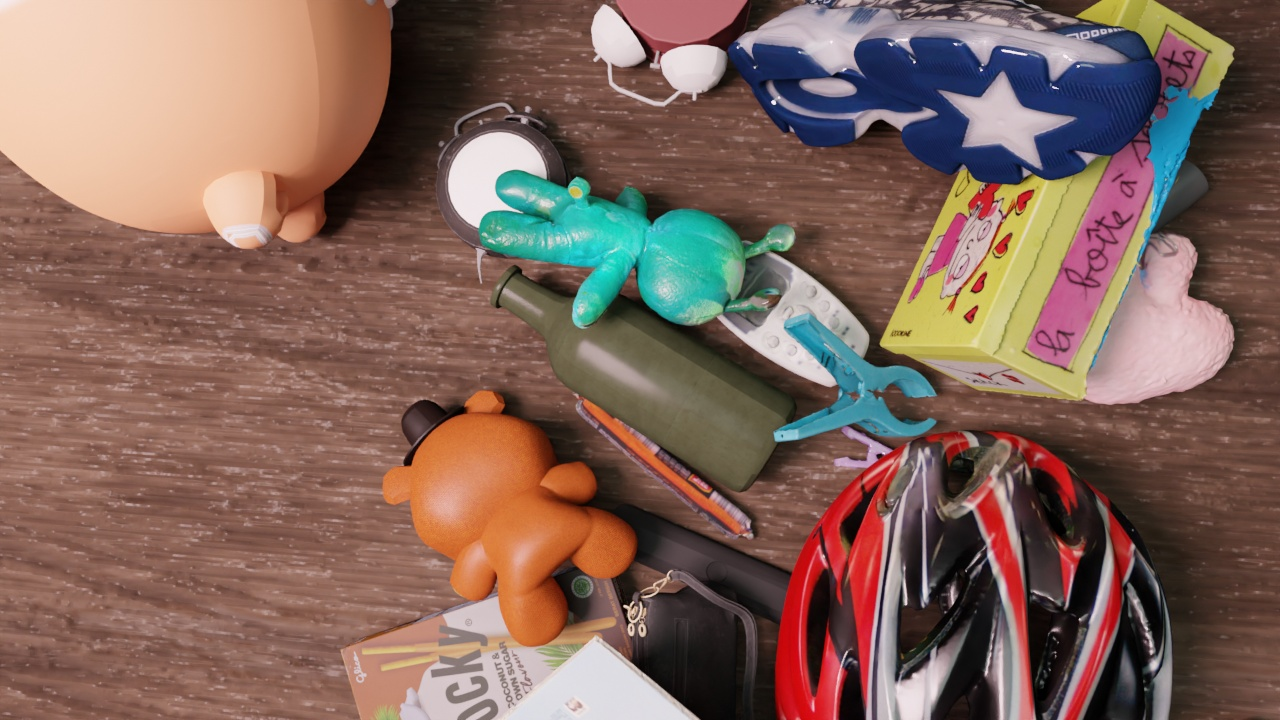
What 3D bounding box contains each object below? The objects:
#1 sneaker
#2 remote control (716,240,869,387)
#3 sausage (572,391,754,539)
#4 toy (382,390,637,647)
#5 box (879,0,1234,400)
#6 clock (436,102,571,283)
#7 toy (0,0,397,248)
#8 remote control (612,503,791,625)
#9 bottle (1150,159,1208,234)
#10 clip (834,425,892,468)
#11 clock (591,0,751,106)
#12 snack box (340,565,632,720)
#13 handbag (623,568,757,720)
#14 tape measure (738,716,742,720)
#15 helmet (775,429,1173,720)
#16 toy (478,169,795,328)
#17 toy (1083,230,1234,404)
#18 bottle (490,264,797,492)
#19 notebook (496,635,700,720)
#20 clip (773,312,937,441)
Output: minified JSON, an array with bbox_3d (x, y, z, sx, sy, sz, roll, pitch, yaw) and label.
[{"bbox_3d":[0.177,-0.189,0.524,0.132,0.269,0.103,-50,127,-8],"label":"sneaker"},{"bbox_3d":[0.096,-0.029,0.608,0.114,0.028,0.060,39,90,8],"label":"remote control"},{"bbox_3d":[0.014,0.070,0.613,0.155,0.020,0.020,38,90,7],"label":"sausage"},{"bbox_3d":[-0.090,0.088,0.583,0.112,0.096,0.176,-41,78,-13],"label":"toy"},{"bbox_3d":[0.241,-0.093,0.546,0.080,0.124,0.221,23,90,-9],"label":"box"},{"bbox_3d":[-0.095,-0.122,0.627,0.091,0.044,0.122,-21,84,4],"label":"clock"},{"bbox_3d":[-0.271,-0.203,0.549,0.265,0.263,0.281,-21,101,-4],"label":"toy"},{"bbox_3d":[0.047,0.137,0.606,0.147,0.015,0.033,22,88,7],"label":"remote control"},{"bbox_3d":[0.307,-0.083,0.589,0.113,0.030,0.030,-38,83,2],"label":"bottle"},{"bbox_3d":[0.151,0.057,0.604,0.051,0.014,0.045,-12,82,8],"label":"clip"},{"bbox_3d":[0.024,-0.239,0.622,0.096,0.048,0.137,24,88,7],"label":"clock"},{"bbox_3d":[-0.092,0.207,0.606,0.186,0.031,0.101,-20,84,4],"label":"snack box"},{"bbox_3d":[0.025,0.193,0.560,0.079,0.054,0.128,6,83,-36],"label":"handbag"},{"bbox_3d":[0.070,0.271,0.581,0.058,0.038,0.059,37,90,7],"label":"tape measure"},{"bbox_3d":[0.196,0.166,0.528,0.217,0.167,0.271,17,75,-1],"label":"helmet"},{"bbox_3d":[-0.002,-0.074,0.567,0.193,0.073,0.130,16,50,-3],"label":"toy"},{"bbox_3d":[0.308,-0.027,0.567,0.108,0.053,0.105,-7,99,2],"label":"toy"},{"bbox_3d":[-0.004,0.003,0.594,0.207,0.071,0.071,32,89,7],"label":"bottle"},{"bbox_3d":[0.028,0.275,0.528,0.253,0.009,0.182,40,129,-1],"label":"notebook"},{"bbox_3d":[0.135,0.031,0.567,0.120,0.027,0.103,10,83,-30],"label":"clip"}]
